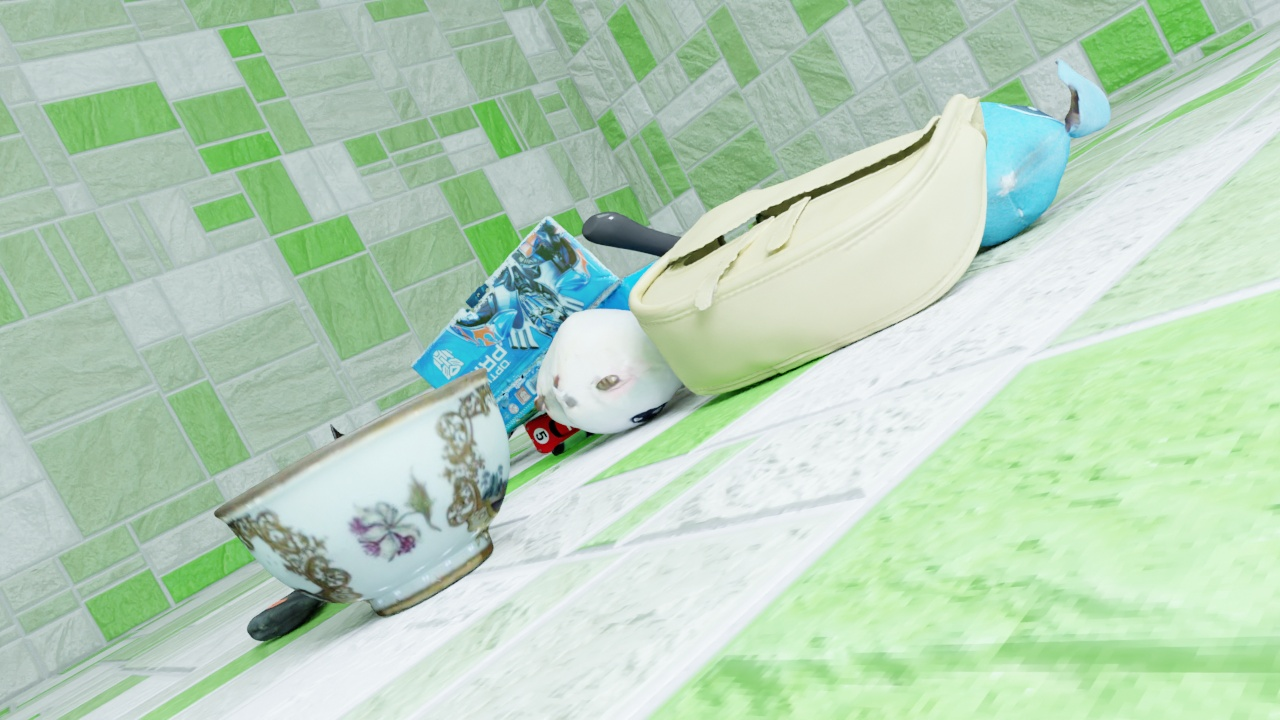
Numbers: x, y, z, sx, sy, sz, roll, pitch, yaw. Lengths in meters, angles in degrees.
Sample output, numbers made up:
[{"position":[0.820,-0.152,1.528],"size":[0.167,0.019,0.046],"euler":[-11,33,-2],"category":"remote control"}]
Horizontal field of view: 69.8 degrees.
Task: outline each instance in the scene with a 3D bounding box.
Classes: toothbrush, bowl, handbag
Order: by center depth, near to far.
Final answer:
[{"position":[-0.135,0.082,0.506],"size":[0.160,0.094,0.160],"euler":[-28,2,1],"category":"bowl"},{"position":[0.108,-0.080,0.602],"size":[0.233,0.088,0.190],"euler":[-17,38,42],"category":"handbag"},{"position":[-0.015,0.048,0.895],"size":[0.187,0.014,0.017],"euler":[-30,11,-38],"category":"toothbrush"}]

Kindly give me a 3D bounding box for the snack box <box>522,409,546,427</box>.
[{"position":[-0.035,0.031,1.125],"size":[0.193,0.044,0.142],"euler":[-32,2,-40],"category":"snack box"}]

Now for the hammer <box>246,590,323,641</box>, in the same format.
[{"position":[-0.239,0.164,0.794],"size":[0.133,0.033,0.333],"euler":[-26,3,6],"category":"hammer"}]

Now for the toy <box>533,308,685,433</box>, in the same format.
[{"position":[-0.005,0.004,0.766],"size":[0.179,0.101,0.139],"euler":[-9,-5,-43],"category":"toy"}]

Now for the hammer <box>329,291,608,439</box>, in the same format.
[{"position":[-0.168,0.016,0.975],"size":[0.330,0.033,0.120],"euler":[-31,-18,-1],"category":"hammer"}]

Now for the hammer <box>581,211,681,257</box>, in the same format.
[{"position":[0.077,-0.096,0.899],"size":[0.310,0.029,0.125],"euler":[10,-26,-35],"category":"hammer"}]

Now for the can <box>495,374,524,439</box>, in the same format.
[{"position":[-0.190,0.074,1.077],"size":[0.080,0.080,0.145],"euler":[-26,26,53],"category":"can"}]

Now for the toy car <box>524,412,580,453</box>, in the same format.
[{"position":[-0.078,0.065,0.946],"size":[0.090,0.038,0.025],"euler":[-28,5,19],"category":"toy car"}]

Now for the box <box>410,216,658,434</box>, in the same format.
[{"position":[-0.093,-0.034,0.867],"size":[0.244,0.113,0.113],"euler":[-41,-3,34],"category":"box"}]

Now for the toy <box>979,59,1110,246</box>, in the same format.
[{"position":[0.241,-0.126,0.698],"size":[0.224,0.099,0.191],"euler":[-38,-4,8],"category":"toy"}]
